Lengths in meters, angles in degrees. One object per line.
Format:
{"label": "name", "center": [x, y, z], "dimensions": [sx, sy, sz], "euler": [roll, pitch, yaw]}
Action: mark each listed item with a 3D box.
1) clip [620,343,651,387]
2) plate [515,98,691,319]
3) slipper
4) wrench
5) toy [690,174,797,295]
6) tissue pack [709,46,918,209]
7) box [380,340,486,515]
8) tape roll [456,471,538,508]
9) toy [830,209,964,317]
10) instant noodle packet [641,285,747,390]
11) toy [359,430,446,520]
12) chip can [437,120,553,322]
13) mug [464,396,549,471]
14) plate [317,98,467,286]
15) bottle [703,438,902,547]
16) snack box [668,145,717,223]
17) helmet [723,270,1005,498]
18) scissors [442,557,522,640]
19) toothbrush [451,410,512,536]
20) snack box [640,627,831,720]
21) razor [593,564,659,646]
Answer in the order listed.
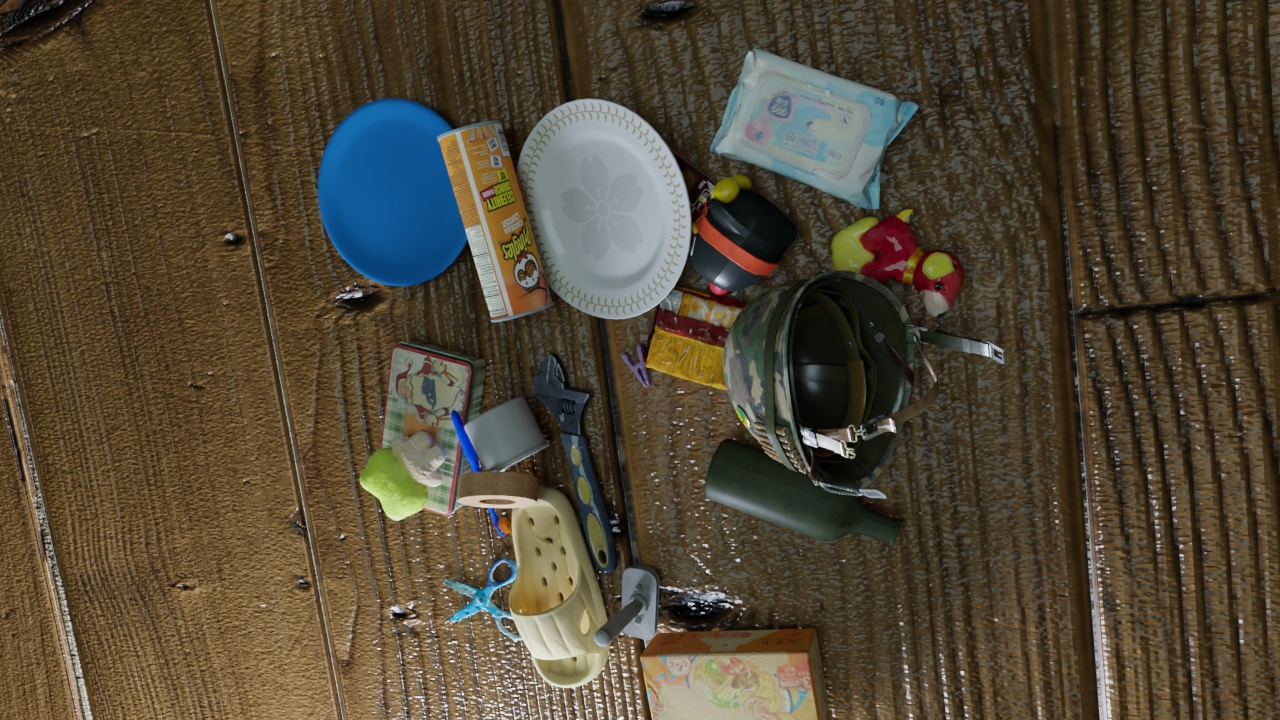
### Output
{"label": "clip", "center": [0.000, 0.002, 1.058], "dimensions": [0.050, 0.014, 0.046], "euler": [37, 107, 14]}
{"label": "plate", "center": [-0.044, -0.165, 1.015], "dimensions": [0.243, 0.016, 0.243], "euler": [15, 116, 32]}
{"label": "slipper", "center": [-0.107, 0.284, 1.114], "dimensions": [0.111, 0.079, 0.261], "euler": [-8, 96, 18]}
{"label": "wrench", "center": [-0.072, 0.124, 1.101], "dimensions": [0.073, 0.022, 0.273], "euler": [-12, 95, 22]}
{"label": "toy", "center": [0.098, -0.121, 0.957], "dimensions": [0.100, 0.097, 0.119], "euler": [38, 112, 6]}
{"label": "tissue pack", "center": [0.173, -0.233, 0.922], "dimensions": [0.182, 0.069, 0.112], "euler": [24, 106, 14]}
{"label": "box", "center": [-0.263, 0.084, 1.150], "dimensions": [0.118, 0.050, 0.206], "euler": [17, 106, 18]}
{"label": "tape roll", "center": [-0.167, 0.152, 1.075], "dimensions": [0.094, 0.094, 0.027], "euler": [-7, 71, 21]}
{"label": "toy", "center": [0.258, -0.101, 0.924], "dimensions": [0.137, 0.067, 0.106], "euler": [20, 103, 29]}
{"label": "instant noodle packet", "center": [0.069, -0.025, 1.013], "dimensions": [0.135, 0.039, 0.098], "euler": [16, 102, 13]}
{"label": "toy", "center": [-0.285, 0.136, 1.119], "dimensions": [0.115, 0.046, 0.092], "euler": [-44, 86, 14]}
{"label": "chip can", "center": [-0.164, -0.157, 1.046], "dimensions": [0.075, 0.075, 0.215], "euler": [-11, 100, 21]}
{"label": "mug", "center": [-0.167, 0.096, 1.106], "dimensions": [0.113, 0.084, 0.070], "euler": [-32, 85, 54]}
{"label": "plate", "center": [-0.295, -0.204, 1.123], "dimensions": [0.225, 0.024, 0.224], "euler": [4, 101, 20]}
{"label": "bottle", "center": [0.175, 0.149, 0.988], "dimensions": [0.207, 0.071, 0.071], "euler": [18, 105, 16]}
{"label": "snack box", "center": [0.020, -0.208, 1.002], "dimensions": [0.141, 0.031, 0.051], "euler": [40, 110, 10]}
{"label": "helmet", "center": [0.195, 0.023, 0.888], "dimensions": [0.237, 0.192, 0.224], "euler": [-10, 113, 58]}
{"label": "scissors", "center": [-0.195, 0.301, 1.184], "dimensions": [0.134, 0.012, 0.134], "euler": [22, 107, 17]}
{"label": "toothbrush", "center": [-0.195, 0.140, 1.127], "dimensions": [0.018, 0.016, 0.183], "euler": [-12, 112, 14]}
{"label": "snack box", "center": [0.113, 0.383, 1.047], "dimensions": [0.196, 0.080, 0.145], "euler": [-8, 96, 21]}
{"label": "razor", "center": [-0.020, 0.298, 1.061], "dimensions": [0.047, 0.116, 0.088], "euler": [7, 102, 24]}
